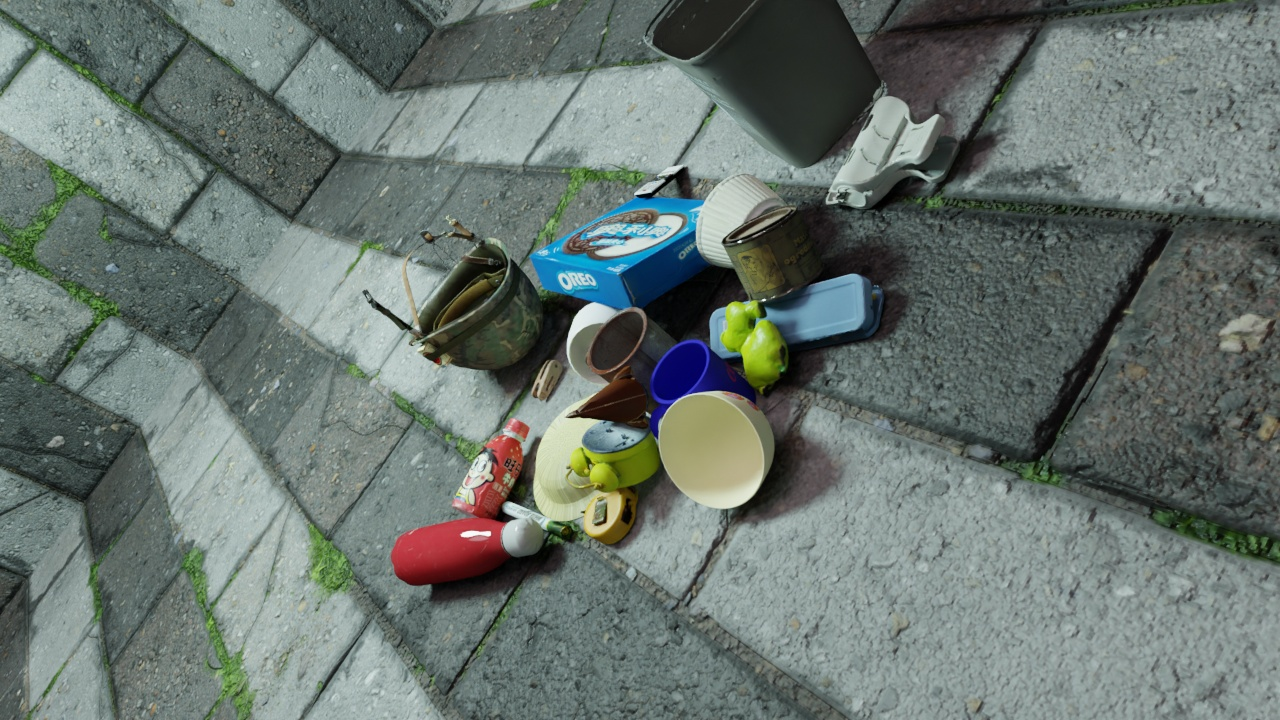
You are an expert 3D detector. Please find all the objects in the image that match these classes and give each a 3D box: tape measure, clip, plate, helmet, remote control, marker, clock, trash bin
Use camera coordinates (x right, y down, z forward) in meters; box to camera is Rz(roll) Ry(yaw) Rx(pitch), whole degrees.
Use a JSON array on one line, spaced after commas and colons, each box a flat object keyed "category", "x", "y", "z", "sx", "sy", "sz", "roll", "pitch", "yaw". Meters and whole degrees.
[{"category": "tape measure", "x": -0.037, "y": 0.174, "z": 1.021, "sx": 0.068, "sy": 0.030, "sz": 0.058, "roll": -28, "pitch": 38, "yaw": 31}, {"category": "clip", "x": 0.272, "y": -0.234, "z": 1.013, "sx": 0.125, "sy": 0.089, "sz": 0.151, "roll": -62, "pitch": 25, "yaw": -11}, {"category": "plate", "x": -0.077, "y": 0.104, "z": 1.126, "sx": 0.185, "sy": 0.036, "sz": 0.184, "roll": -30, "pitch": 39, "yaw": 28}, {"category": "helmet", "x": -0.263, "y": -0.088, "z": 1.336, "sx": 0.225, "sy": 0.236, "sz": 0.192, "roll": 0, "pitch": 53, "yaw": 37}, {"category": "remote control", "x": 0.029, "y": -0.256, "z": 1.314, "sx": 0.028, "sy": 0.012, "sz": 0.124, "roll": -4, "pitch": 26, "yaw": 29}, {"category": "clip", "x": -0.132, "y": 0.027, "z": 1.275, "sx": 0.049, "sy": 0.026, "sz": 0.061, "roll": -28, "pitch": 47, "yaw": 36}, {"category": "marker", "x": -0.129, "y": 0.194, "z": 1.120, "sx": 0.147, "sy": 0.017, "sz": 0.017, "roll": 7, "pitch": 64, "yaw": 52}, {"category": "clock", "x": -0.031, "y": 0.105, "z": 1.018, "sx": 0.118, "sy": 0.057, "sz": 0.083, "roll": -28, "pitch": 27, "yaw": -24}, {"category": "trash bin", "x": 0.162, "y": -0.378, "z": 1.136, "sx": 0.197, "sy": 0.220, "sz": 0.197, "roll": -46, "pitch": 34, "yaw": 7}]

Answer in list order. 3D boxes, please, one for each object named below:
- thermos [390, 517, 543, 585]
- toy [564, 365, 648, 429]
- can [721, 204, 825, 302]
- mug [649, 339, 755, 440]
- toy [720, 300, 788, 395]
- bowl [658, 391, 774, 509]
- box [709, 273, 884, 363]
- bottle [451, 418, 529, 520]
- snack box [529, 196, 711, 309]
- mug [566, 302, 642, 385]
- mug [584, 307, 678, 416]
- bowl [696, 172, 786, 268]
[{"category": "thermos", "x": -0.211, "y": 0.230, "z": 1.130, "sx": 0.241, "sy": 0.073, "sz": 0.073, "roll": -18, "pitch": 46, "yaw": 38}, {"category": "toy", "x": -0.042, "y": 0.051, "z": 0.991, "sx": 0.090, "sy": 0.102, "sz": 0.070, "roll": -24, "pitch": 82, "yaw": 64}, {"category": "can", "x": 0.143, "y": -0.116, "z": 0.990, "sx": 0.090, "sy": 0.074, "sz": 0.089, "roll": -26, "pitch": 16, "yaw": 8}, {"category": "mug", "x": 0.057, "y": 0.046, "z": 0.983, "sx": 0.111, "sy": 0.083, "sz": 0.079, "roll": -52, "pitch": 34, "yaw": -2}, {"category": "toy", "x": 0.122, "y": -0.016, "z": 0.976, "sx": 0.093, "sy": 0.036, "sz": 0.094, "roll": 28, "pitch": 119, "yaw": 43}, {"category": "bowl", "x": 0.087, "y": 0.080, "z": 0.917, "sx": 0.118, "sy": 0.118, "sz": 0.073, "roll": -19, "pitch": 3, "yaw": 38}, {"category": "box", "x": 0.168, "y": -0.038, "z": 0.996, "sx": 0.210, "sy": 0.052, "sz": 0.067, "roll": -13, "pitch": 71, "yaw": 45}, {"category": "bottle", "x": -0.188, "y": 0.141, "z": 1.198, "sx": 0.062, "sy": 0.062, "sz": 0.137, "roll": 3, "pitch": 62, "yaw": 50}, {"category": "snack box", "x": -0.004, "y": -0.145, "z": 1.187, "sx": 0.195, "sy": 0.056, "sz": 0.239, "roll": -33, "pitch": 26, "yaw": -24}, {"category": "mug", "x": -0.036, "y": -0.030, "z": 1.144, "sx": 0.116, "sy": 0.094, "sz": 0.068, "roll": -44, "pitch": 17, "yaw": 23}, {"category": "mug", "x": -0.006, "y": 0.006, "z": 1.075, "sx": 0.123, "sy": 0.110, "sz": 0.096, "roll": -9, "pitch": 47, "yaw": 45}, {"category": "bowl", "x": 0.128, "y": -0.155, "z": 1.076, "sx": 0.062, "sy": 0.115, "sz": 0.115, "roll": 33, "pitch": 85, "yaw": 41}]
